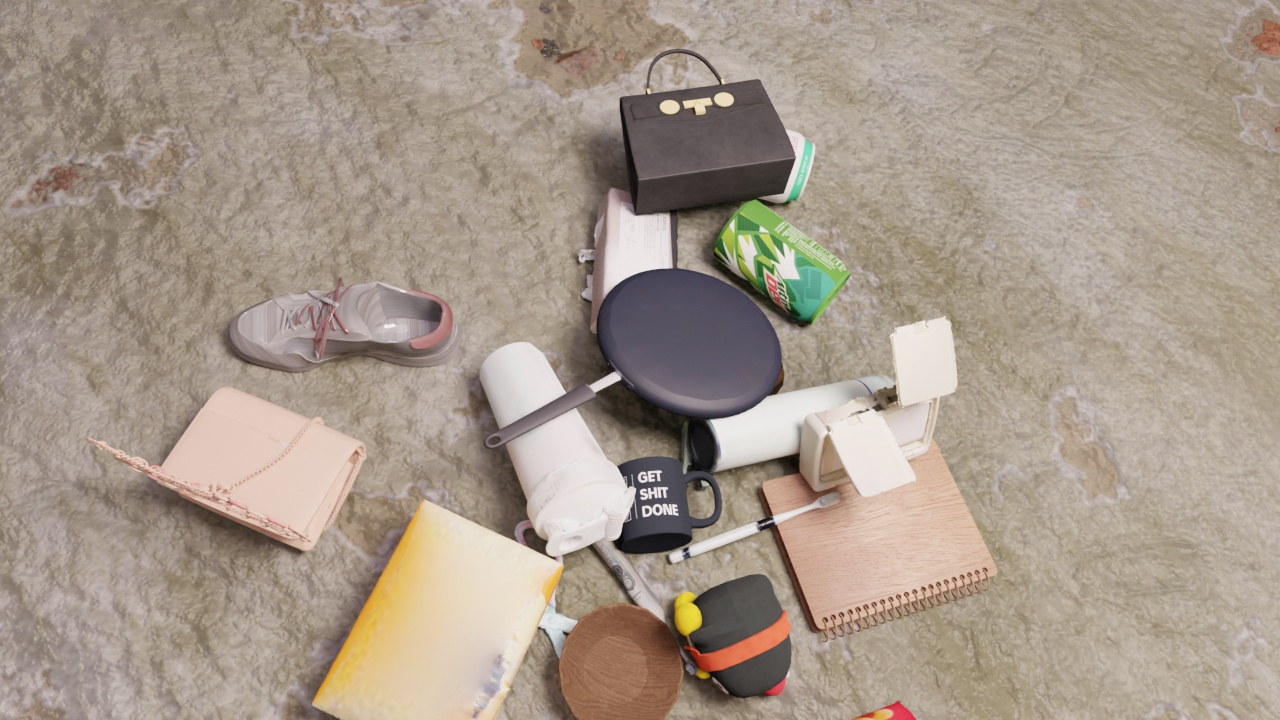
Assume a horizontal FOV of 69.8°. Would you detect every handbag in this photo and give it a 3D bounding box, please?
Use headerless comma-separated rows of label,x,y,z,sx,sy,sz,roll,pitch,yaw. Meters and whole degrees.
handbag,-0.340,0.080,0.816,0.199,0.187,0.116,22,68,7
handbag,0.063,-0.281,1.057,0.175,0.072,0.195,-9,68,-7

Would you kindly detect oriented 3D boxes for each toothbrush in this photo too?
toothbrush,0.116,0.168,0.926,0.186,0.017,0.012,-19,66,-7
toothbrush,0.000,0.227,0.892,0.022,0.024,0.185,-43,72,17

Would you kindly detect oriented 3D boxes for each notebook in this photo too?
notebook,0.249,0.183,0.957,0.210,0.022,0.169,-12,64,-15

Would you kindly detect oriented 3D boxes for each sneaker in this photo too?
sneaker,-0.304,-0.044,0.942,0.236,0.090,0.099,-1,63,-10

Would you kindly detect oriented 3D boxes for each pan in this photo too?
pan,-0.005,0.005,0.909,0.355,0.021,0.198,-28,63,-33

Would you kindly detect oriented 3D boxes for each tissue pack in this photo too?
tissue pack,-0.014,-0.103,1.045,0.103,0.071,0.181,12,62,-21

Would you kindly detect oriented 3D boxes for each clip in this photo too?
clip,0.056,0.099,0.968,0.047,0.023,0.076,7,64,-8

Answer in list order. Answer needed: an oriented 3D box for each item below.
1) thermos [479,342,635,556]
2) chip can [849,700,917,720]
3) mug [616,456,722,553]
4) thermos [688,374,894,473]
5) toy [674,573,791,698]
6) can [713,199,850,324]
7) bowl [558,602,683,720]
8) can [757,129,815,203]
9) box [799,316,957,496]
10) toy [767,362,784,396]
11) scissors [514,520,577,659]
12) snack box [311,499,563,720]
thermos,-0.086,0.080,0.894,0.099,0.099,0.220,-18,53,-18
chip can,0.144,0.372,0.812,0.232,0.073,0.073,-13,66,-17
mug,0.028,0.141,0.908,0.105,0.071,0.077,-7,64,-1
thermos,0.166,0.064,0.966,0.229,0.068,0.068,-9,64,-21
toy,0.094,0.263,0.850,0.100,0.097,0.119,-24,85,0
can,0.163,-0.113,1.061,0.144,0.083,0.082,38,63,11
bowl,-0.020,0.285,0.846,0.117,0.030,0.117,5,69,-15
can,0.122,-0.251,1.124,0.166,0.088,0.088,15,61,-2
box,0.244,0.062,0.884,0.143,0.194,0.101,-19,44,-13
toy,0.110,0.020,0.997,0.100,0.063,0.076,-10,100,-30
scissors,-0.092,0.227,0.880,0.172,0.014,0.158,18,62,0
snack box,-0.172,0.242,0.810,0.145,0.081,0.194,24,68,3
